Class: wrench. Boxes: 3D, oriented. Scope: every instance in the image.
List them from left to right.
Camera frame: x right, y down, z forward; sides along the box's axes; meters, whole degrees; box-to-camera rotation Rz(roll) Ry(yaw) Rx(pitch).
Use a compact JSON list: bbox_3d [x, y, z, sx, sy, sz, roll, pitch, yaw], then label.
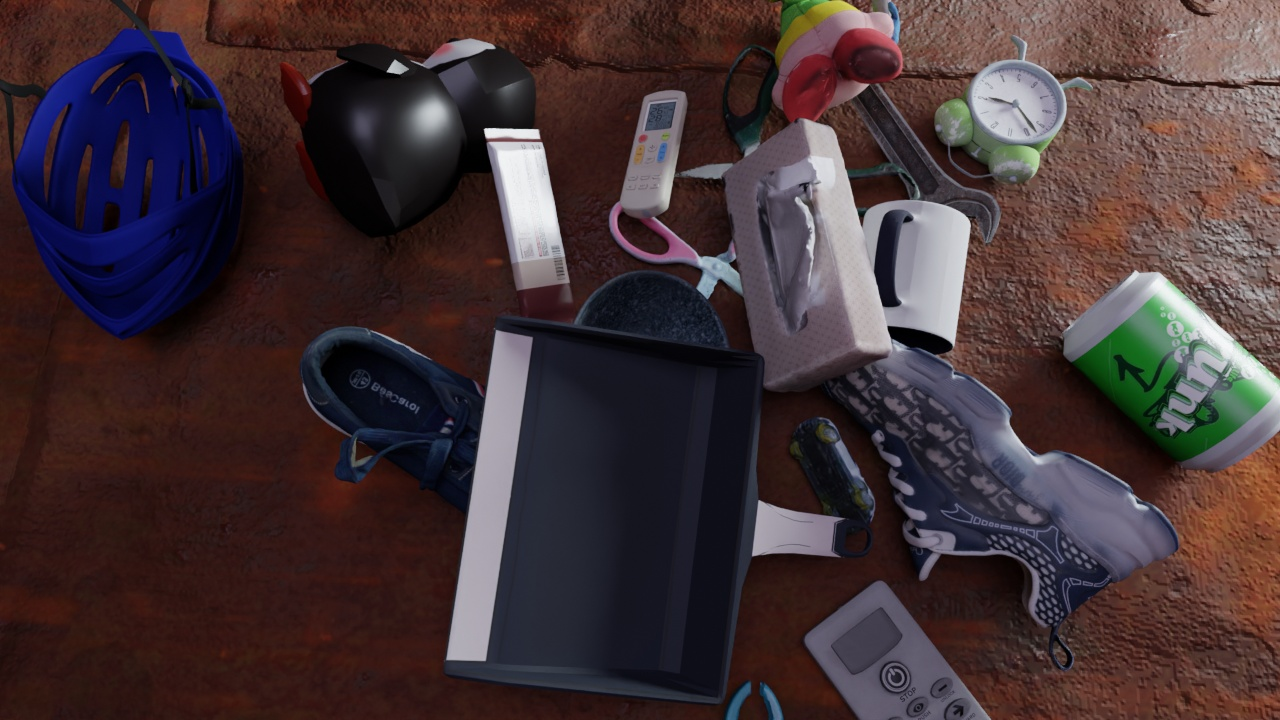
[{"bbox_3d":[0.202,-0.201,0.765,0.070,0.010,0.273,-34,73,19],"label":"wrench"}]

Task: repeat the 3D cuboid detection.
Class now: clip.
[{"bbox_3d":[0.068,0.279,0.628,0.097,0.026,0.116,5,73,0],"label":"clip"}]

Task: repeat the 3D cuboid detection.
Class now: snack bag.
[{"bbox_3d":[-0.085,-0.100,0.711,0.056,0.013,0.158,-15,95,-47],"label":"snack bag"}]

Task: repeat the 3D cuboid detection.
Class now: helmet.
[{"bbox_3d":[-0.380,-0.153,0.662,0.147,0.228,0.241,2,72,-8],"label":"helmet"}]

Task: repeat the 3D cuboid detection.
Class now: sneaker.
[{"bbox_3d":[-0.111,0.068,0.634,0.294,0.127,0.120,32,76,-3],"label":"sneaker"},{"bbox_3d":[0.220,0.089,0.651,0.269,0.103,0.132,37,94,18],"label":"sneaker"}]

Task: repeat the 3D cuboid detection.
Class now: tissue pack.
[{"bbox_3d":[0.111,-0.077,0.654,0.071,0.104,0.181,7,68,-35],"label":"tissue pack"}]

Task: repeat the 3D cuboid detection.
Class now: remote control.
[{"bbox_3d":[0.012,-0.172,0.756,0.038,0.018,0.125,0,62,22],"label":"remote control"},{"bbox_3d":[0.187,0.236,0.640,0.074,0.019,0.151,-34,75,-9],"label":"remote control"}]

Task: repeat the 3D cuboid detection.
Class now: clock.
[{"bbox_3d":[0.300,-0.198,0.757,0.094,0.042,0.119,41,78,13],"label":"clock"}]

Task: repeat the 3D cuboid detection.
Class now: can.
[{"bbox_3d":[0.387,0.007,0.670,0.087,0.088,0.140,-39,76,-10],"label":"can"}]

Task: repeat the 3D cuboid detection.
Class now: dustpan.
[{"bbox_3d":[0.027,0.106,0.618,0.272,0.080,0.236,11,83,-28],"label":"dustpan"}]

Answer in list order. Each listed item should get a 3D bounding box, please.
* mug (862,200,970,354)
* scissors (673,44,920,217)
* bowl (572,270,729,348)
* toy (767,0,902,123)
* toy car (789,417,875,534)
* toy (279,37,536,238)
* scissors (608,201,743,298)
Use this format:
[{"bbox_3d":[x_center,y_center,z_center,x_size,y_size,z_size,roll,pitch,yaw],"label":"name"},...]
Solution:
[{"bbox_3d":[0.195,-0.065,0.680,0.079,0.112,0.096,5,77,29],"label":"mug"},{"bbox_3d":[0.134,-0.174,0.757,0.206,0.015,0.201,12,68,6],"label":"scissors"},{"bbox_3d":[-0.004,0.004,0.685,0.137,0.057,0.137,1,87,-28],"label":"bowl"},{"bbox_3d":[0.149,-0.263,0.739,0.124,0.097,0.131,-32,32,17],"label":"toy"},{"bbox_3d":[0.145,0.084,0.679,0.027,0.039,0.089,-13,70,-40],"label":"toy car"},{"bbox_3d":[-0.157,-0.179,0.716,0.183,0.159,0.140,-31,63,-27],"label":"toy"},{"bbox_3d":[0.061,-0.095,0.746,0.170,0.013,0.176,38,77,13],"label":"scissors"}]
